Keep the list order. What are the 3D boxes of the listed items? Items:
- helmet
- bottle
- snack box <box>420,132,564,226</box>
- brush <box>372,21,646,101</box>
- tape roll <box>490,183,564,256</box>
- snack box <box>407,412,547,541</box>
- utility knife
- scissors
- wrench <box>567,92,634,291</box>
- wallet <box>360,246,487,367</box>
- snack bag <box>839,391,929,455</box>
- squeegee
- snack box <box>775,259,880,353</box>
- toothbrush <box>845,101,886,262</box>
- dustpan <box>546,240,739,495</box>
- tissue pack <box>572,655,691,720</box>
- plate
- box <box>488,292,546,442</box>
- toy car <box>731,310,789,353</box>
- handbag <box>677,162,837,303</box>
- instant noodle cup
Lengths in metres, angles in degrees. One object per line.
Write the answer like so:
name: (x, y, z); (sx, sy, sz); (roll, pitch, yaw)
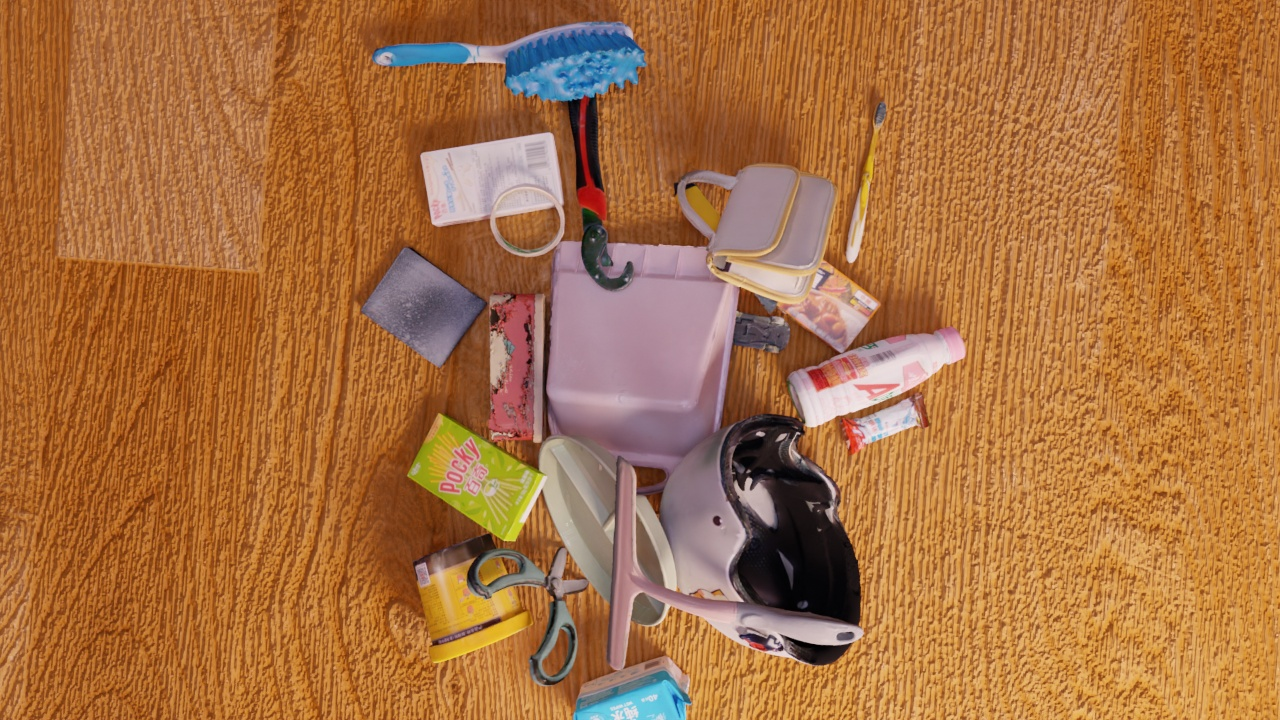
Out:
helmet: (0.114, 0.197, 0.988); (0.157, 0.229, 0.274); (-13, 119, 36)
bottle: (0.269, 0.013, 1.044); (0.197, 0.068, 0.068); (-21, 89, 0)
snack box: (-0.173, -0.212, 1.077); (0.157, 0.027, 0.084); (-9, 90, 2)
brush: (-0.155, -0.344, 1.057); (0.314, 0.061, 0.109); (-10, 54, -1)
tape roll: (-0.131, -0.162, 1.063); (0.086, 0.013, 0.086); (-1, 119, -3)
snack box: (-0.189, 0.132, 1.051); (0.156, 0.026, 0.086); (28, 90, 25)
utility knife: (0.095, -0.129, 1.033); (0.033, 0.015, 0.208); (-26, 62, -13)
scissors: (-0.125, 0.262, 1.014); (0.181, 0.169, 0.019); (35, 130, -23)
wrench: (-0.054, -0.209, 1.056); (0.056, 0.016, 0.273); (-11, 78, 5)
wallet: (-0.257, -0.064, 1.086); (0.121, 0.019, 0.097); (35, 89, 3)
snack bag: (0.283, 0.073, 1.062); (0.104, 0.026, 0.048); (-18, 101, 2)
squeegee: (0.081, 0.229, 0.858); (0.250, 0.040, 0.248); (11, 114, 17)
snack box: (0.194, -0.082, 1.064); (0.154, 0.026, 0.075); (37, 91, 2)
toothbrush: (0.263, -0.208, 1.065); (0.016, 0.018, 0.191); (11, 91, 4)
dustpan: (-0.006, 0.006, 1.066); (0.223, 0.139, 0.272); (7, 63, 13)
tissue pack: (-0.010, 0.393, 1.042); (0.140, 0.090, 0.063); (-20, 90, 2)
plate: (-0.037, 0.179, 0.991); (0.027, 0.231, 0.230); (-26, 89, -28)
box: (-0.146, 0.008, 1.044); (0.076, 0.091, 0.168); (0, 90, -2)
toy car: (0.127, -0.034, 1.063); (0.090, 0.034, 0.043); (8, 88, 4)
handbag: (0.121, -0.158, 1.012); (0.179, 0.063, 0.163); (18, 53, 5)
instant noodle cup: (-0.196, 0.265, 1.039); (0.118, 0.118, 0.114); (-21, 82, 2)
